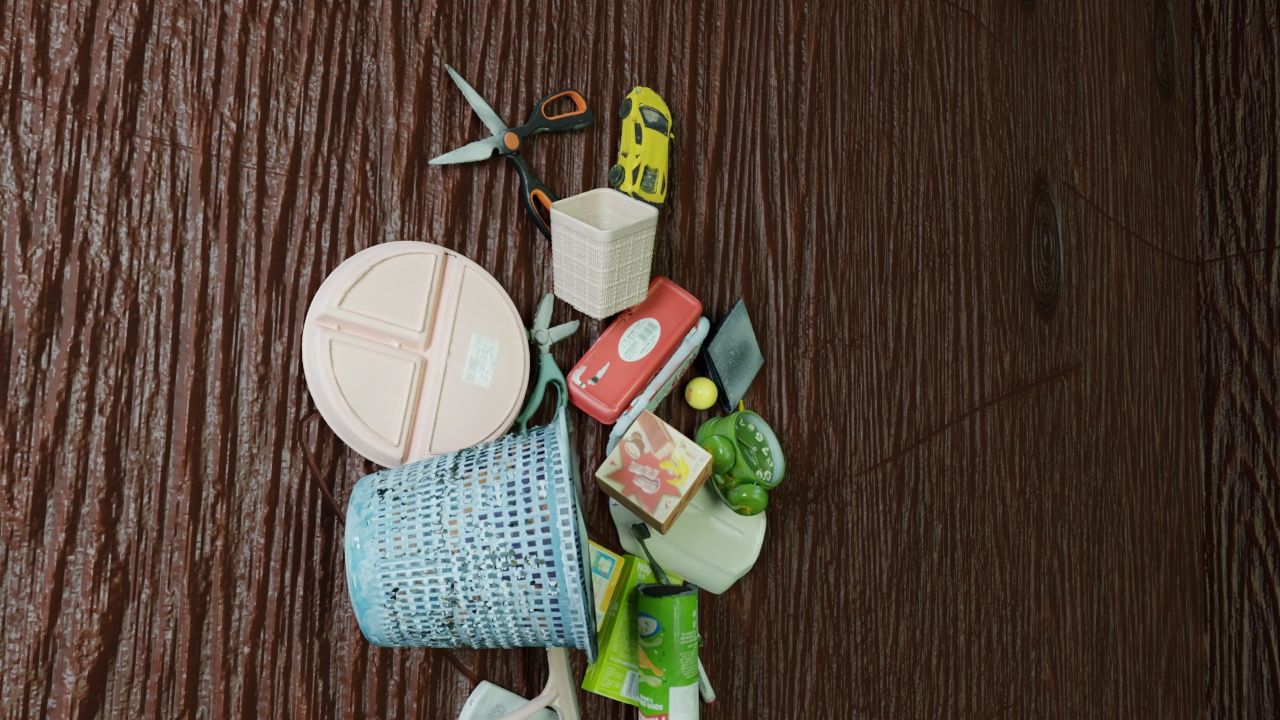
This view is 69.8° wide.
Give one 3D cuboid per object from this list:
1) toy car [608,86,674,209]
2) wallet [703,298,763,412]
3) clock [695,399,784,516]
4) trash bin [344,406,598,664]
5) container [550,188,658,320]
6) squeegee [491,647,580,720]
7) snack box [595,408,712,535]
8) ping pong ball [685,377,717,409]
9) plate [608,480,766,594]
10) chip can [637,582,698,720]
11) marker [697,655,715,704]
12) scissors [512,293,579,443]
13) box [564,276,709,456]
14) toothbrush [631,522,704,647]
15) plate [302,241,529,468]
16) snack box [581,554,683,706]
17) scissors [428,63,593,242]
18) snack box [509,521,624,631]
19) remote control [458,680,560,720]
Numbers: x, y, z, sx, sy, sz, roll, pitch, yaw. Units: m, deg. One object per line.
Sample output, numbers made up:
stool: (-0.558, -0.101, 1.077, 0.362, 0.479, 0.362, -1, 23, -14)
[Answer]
toy car: (0.005, -0.255, 1.097, 0.071, 0.041, 0.155, 14, 77, -40)
wallet: (0.120, -0.007, 1.177, 0.097, 0.019, 0.121, -54, 139, -31)
clock: (0.120, 0.124, 1.121, 0.116, 0.056, 0.160, 53, 34, -8)
trash bin: (-0.146, 0.163, 0.813, 0.195, 0.226, 0.226, -7, 92, -3)
container: (-0.042, -0.114, 0.996, 0.089, 0.090, 0.111, -26, 133, -40)
squeegee: (-0.164, 0.361, 0.886, 0.249, 0.040, 0.248, -16, 101, -30)
snack box: (0.016, 0.125, 1.019, 0.093, 0.077, 0.094, 35, 76, 14)
ping pong ball: (0.075, 0.041, 1.140, 0.040, 0.040, 0.040, 3, 85, -41)
plate: (0.072, 0.188, 1.132, 0.265, 0.034, 0.161, 35, 66, -34)
chip can: (0.032, 0.370, 1.025, 0.072, 0.072, 0.236, 1, 88, -41)
marker: (0.062, 0.360, 1.124, 0.017, 0.017, 0.145, -33, 109, -38)
scissors: (-0.138, -0.003, 0.958, 0.180, 0.019, 0.170, 19, 71, -27)
box: (-0.004, 0.009, 1.075, 0.102, 0.101, 0.200, 35, 60, 9)
toothbrush: (0.035, 0.263, 1.071, 0.012, 0.017, 0.186, -78, 143, -65)
plate: (-0.205, -0.007, 0.883, 0.229, 0.028, 0.229, 9, 74, -34)
snack box: (-0.007, 0.312, 1.060, 0.085, 0.026, 0.156, 32, 67, -36)
scissors: (-0.128, -0.226, 0.992, 0.233, 0.022, 0.221, -37, 110, -38)
snack box: (-0.086, 0.229, 0.993, 0.140, 0.034, 0.086, 36, 65, -36)
remote control: (-0.123, 0.384, 0.956, 0.150, 0.021, 0.058, 39, 71, -32)
